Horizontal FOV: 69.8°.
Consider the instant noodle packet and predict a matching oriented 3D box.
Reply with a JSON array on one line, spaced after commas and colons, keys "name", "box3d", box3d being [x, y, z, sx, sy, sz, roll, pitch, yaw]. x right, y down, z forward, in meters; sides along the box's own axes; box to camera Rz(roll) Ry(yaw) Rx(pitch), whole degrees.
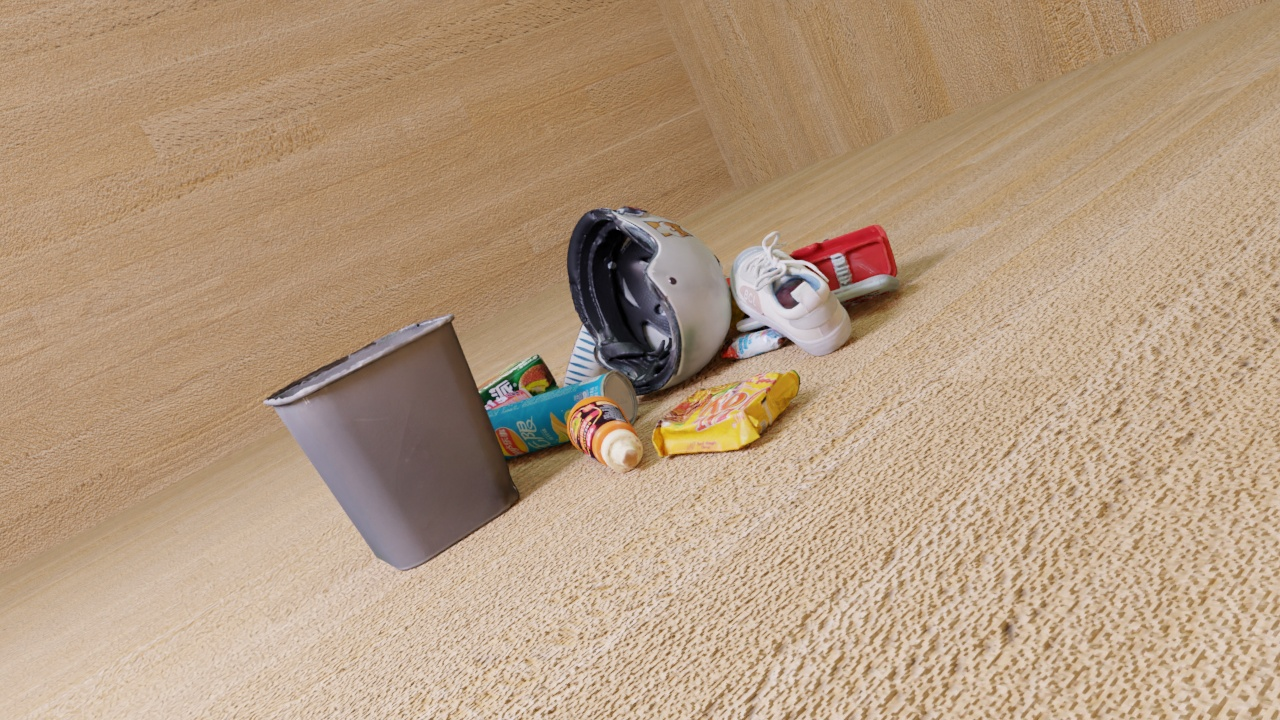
[{"name": "instant noodle packet", "box3d": [0.083, 0.051, 0.895, 0.129, 0.044, 0.110, -14, 20, 44]}]

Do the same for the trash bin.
[{"name": "trash bin", "box3d": [-0.261, 0.089, 1.003, 0.198, 0.220, 0.199, -31, 14, -27]}]

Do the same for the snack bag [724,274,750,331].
[{"name": "snack bag", "box3d": [0.092, -0.111, 1.345, 0.208, 0.128, 0.073, 35, 100, 54]}]

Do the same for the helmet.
[{"name": "helmet", "box3d": [0.025, -0.088, 1.206, 0.156, 0.230, 0.274, -10, 34, -25]}]

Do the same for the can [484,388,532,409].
[{"name": "can", "box3d": [-0.187, 0.085, 1.253, 0.093, 0.066, 0.067, -30, 12, -24]}]

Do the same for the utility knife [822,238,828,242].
[{"name": "utility knife", "box3d": [0.228, -0.120, 1.259, 0.031, 0.019, 0.183, 0, -29, -13]}]

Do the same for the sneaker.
[{"name": "sneaker", "box3d": [0.156, -0.093, 1.080, 0.089, 0.091, 0.242, -38, 32, 1]}]

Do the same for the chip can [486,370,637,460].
[{"name": "chip can", "box3d": [-0.107, 0.072, 1.135, 0.211, 0.071, 0.071, -17, 13, 32]}]

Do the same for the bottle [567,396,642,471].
[{"name": "bottle", "box3d": [-0.032, 0.082, 0.967, 0.066, 0.067, 0.149, -27, 18, -11]}]

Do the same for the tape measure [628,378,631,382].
[{"name": "tape measure", "box3d": [-0.008, 0.008, 1.298, 0.058, 0.039, 0.056, -18, 13, 33]}]

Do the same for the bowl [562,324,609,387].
[{"name": "bowl", "box3d": [-0.066, -0.002, 1.343, 0.066, 0.116, 0.116, 19, 16, 0]}]

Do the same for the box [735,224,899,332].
[{"name": "box", "box3d": [0.213, -0.101, 1.150, 0.201, 0.094, 0.100, -19, -6, 26]}]

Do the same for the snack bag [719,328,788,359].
[{"name": "snack bag", "box3d": [0.148, -0.022, 1.136, 0.106, 0.026, 0.045, -15, 13, 35]}]

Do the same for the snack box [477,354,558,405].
[{"name": "snack box", "box3d": [-0.243, 0.082, 1.335, 0.239, 0.063, 0.115, -36, 10, -31]}]
